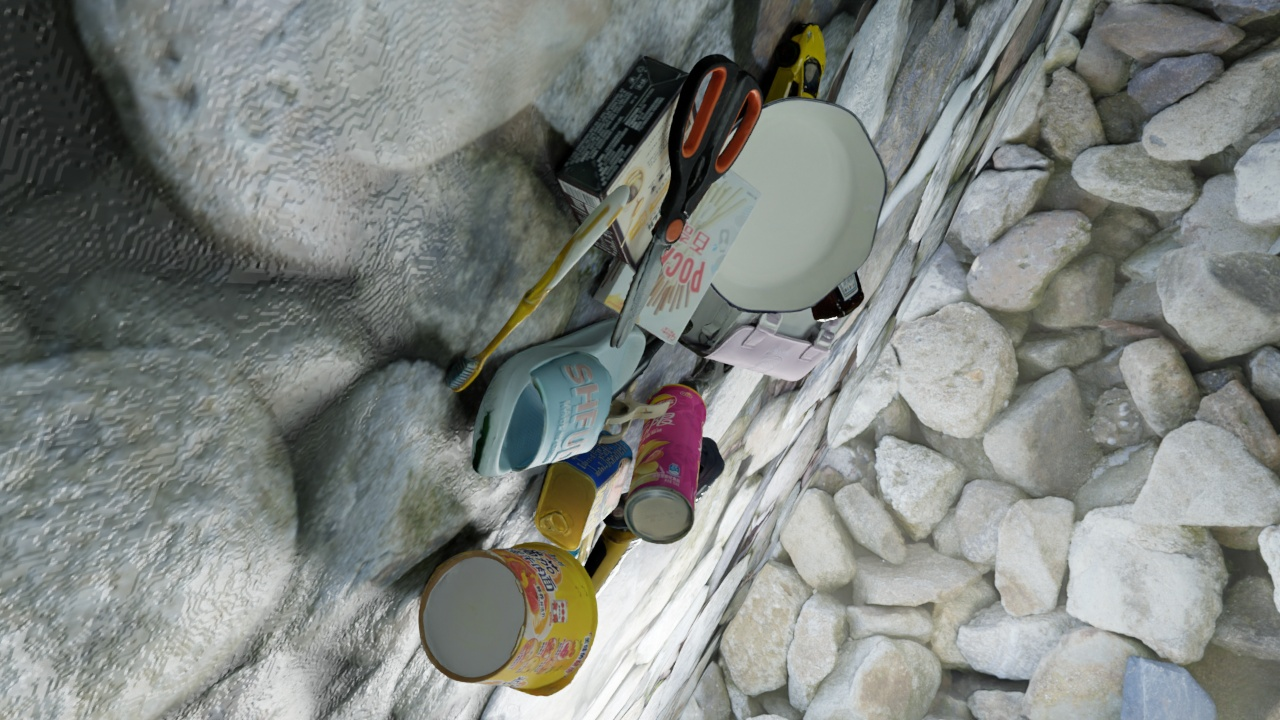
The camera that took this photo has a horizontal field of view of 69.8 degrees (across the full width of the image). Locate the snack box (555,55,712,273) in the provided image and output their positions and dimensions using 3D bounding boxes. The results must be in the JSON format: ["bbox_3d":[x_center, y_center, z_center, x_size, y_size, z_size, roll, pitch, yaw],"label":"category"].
[{"bbox_3d":[0.001,-0.139,0.686,0.113,0.053,0.126,-55,161,-13],"label":"snack box"}]

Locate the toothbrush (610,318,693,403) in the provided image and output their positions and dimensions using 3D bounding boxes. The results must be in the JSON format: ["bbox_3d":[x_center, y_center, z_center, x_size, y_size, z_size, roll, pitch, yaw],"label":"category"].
[{"bbox_3d":[-0.005,0.005,0.925,0.026,0.027,0.212,-25,-168,46],"label":"toothbrush"}]

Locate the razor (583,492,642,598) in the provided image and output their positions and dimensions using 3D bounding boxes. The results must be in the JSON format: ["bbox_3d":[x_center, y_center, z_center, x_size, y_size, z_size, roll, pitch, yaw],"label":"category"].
[{"bbox_3d":[-0.043,0.244,1.163,0.067,0.062,0.168,13,116,-39],"label":"razor"}]

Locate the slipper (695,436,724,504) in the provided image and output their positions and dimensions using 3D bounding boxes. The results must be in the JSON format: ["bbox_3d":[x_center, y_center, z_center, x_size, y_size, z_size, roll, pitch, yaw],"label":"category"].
[{"bbox_3d":[0.047,0.144,1.208,0.111,0.083,0.268,-54,180,8],"label":"slipper"}]

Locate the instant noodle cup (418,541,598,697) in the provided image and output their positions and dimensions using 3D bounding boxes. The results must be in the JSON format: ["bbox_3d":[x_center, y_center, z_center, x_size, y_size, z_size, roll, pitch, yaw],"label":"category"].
[{"bbox_3d":[-0.121,0.226,0.814,0.138,0.138,0.109,-59,153,-1],"label":"instant noodle cup"}]

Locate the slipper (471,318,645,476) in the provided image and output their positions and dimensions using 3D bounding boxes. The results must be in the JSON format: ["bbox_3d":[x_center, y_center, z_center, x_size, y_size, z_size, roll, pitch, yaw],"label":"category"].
[{"bbox_3d":[-0.056,0.034,0.771,0.244,0.074,0.104,-33,149,-55],"label":"slipper"}]

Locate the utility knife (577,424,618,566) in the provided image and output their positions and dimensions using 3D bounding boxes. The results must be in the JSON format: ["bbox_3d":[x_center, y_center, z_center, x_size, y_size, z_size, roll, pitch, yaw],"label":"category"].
[{"bbox_3d":[-0.047,0.142,1.021,0.030,0.022,0.211,-44,145,-69],"label":"utility knife"}]

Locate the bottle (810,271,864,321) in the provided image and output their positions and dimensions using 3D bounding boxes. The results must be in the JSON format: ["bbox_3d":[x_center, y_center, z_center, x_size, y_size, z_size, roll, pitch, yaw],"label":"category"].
[{"bbox_3d":[0.185,-0.142,0.965,0.079,0.044,0.195,-34,110,-49],"label":"bottle"}]

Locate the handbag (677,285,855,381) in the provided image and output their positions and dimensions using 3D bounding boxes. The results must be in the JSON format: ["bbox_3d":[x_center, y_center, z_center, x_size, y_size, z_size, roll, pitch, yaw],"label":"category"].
[{"bbox_3d":[0.150,-0.053,1.052,0.196,0.098,0.145,13,116,-49],"label":"handbag"}]

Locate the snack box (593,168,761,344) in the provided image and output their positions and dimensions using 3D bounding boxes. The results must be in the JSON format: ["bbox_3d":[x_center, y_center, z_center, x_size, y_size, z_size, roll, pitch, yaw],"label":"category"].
[{"bbox_3d":[0.033,-0.100,0.798,0.084,0.027,0.157,29,92,-31],"label":"snack box"}]

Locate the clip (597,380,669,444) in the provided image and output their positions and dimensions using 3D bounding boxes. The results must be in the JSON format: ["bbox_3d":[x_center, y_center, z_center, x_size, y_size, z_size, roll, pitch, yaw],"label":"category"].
[{"bbox_3d":[-0.015,0.054,0.950,0.099,0.071,0.035,-27,143,-52],"label":"clip"}]

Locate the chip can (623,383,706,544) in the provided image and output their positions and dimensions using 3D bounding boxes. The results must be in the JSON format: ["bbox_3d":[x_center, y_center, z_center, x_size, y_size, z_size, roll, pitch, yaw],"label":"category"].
[{"bbox_3d":[0.030,0.104,0.970,0.210,0.071,0.072,-76,-174,-63],"label":"chip can"}]

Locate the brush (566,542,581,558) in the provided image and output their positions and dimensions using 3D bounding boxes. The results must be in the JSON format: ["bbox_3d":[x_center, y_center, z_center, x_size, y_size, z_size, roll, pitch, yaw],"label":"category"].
[{"bbox_3d":[-0.107,0.236,0.994,0.254,0.046,0.083,-30,145,-64],"label":"brush"}]

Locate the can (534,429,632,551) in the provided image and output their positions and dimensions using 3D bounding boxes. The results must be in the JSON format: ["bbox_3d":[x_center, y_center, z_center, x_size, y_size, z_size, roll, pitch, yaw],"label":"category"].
[{"bbox_3d":[-0.056,0.131,0.940,0.083,0.057,0.102,-38,152,-52],"label":"can"}]

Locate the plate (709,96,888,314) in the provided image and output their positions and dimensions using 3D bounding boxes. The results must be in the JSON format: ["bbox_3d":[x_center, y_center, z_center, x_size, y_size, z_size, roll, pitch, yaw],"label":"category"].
[{"bbox_3d":[0.134,-0.146,0.871,0.204,0.045,0.205,-8,117,-17],"label":"plate"}]

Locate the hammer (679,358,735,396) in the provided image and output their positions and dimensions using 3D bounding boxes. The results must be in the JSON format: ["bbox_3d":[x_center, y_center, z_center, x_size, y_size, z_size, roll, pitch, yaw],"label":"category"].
[{"bbox_3d":[0.133,-0.100,1.112,0.125,0.032,0.324,-30,145,-55],"label":"hammer"}]

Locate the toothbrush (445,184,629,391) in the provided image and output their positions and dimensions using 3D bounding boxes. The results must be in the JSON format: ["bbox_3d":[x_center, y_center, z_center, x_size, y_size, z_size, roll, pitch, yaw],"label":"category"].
[{"bbox_3d":[-0.073,-0.048,0.627,0.192,0.016,0.018,-47,153,14],"label":"toothbrush"}]

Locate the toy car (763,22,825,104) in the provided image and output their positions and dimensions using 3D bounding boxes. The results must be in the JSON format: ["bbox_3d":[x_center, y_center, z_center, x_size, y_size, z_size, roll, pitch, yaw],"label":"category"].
[{"bbox_3d":[0.141,-0.248,0.887,0.071,0.041,0.156,-3,118,-60],"label":"toy car"}]

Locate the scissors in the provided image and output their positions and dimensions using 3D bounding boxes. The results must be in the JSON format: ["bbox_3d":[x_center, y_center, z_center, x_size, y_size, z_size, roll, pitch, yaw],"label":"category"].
[{"bbox_3d":[0.015,-0.114,0.670,0.235,0.022,0.142,-54,148,-5],"label":"scissors"}]
